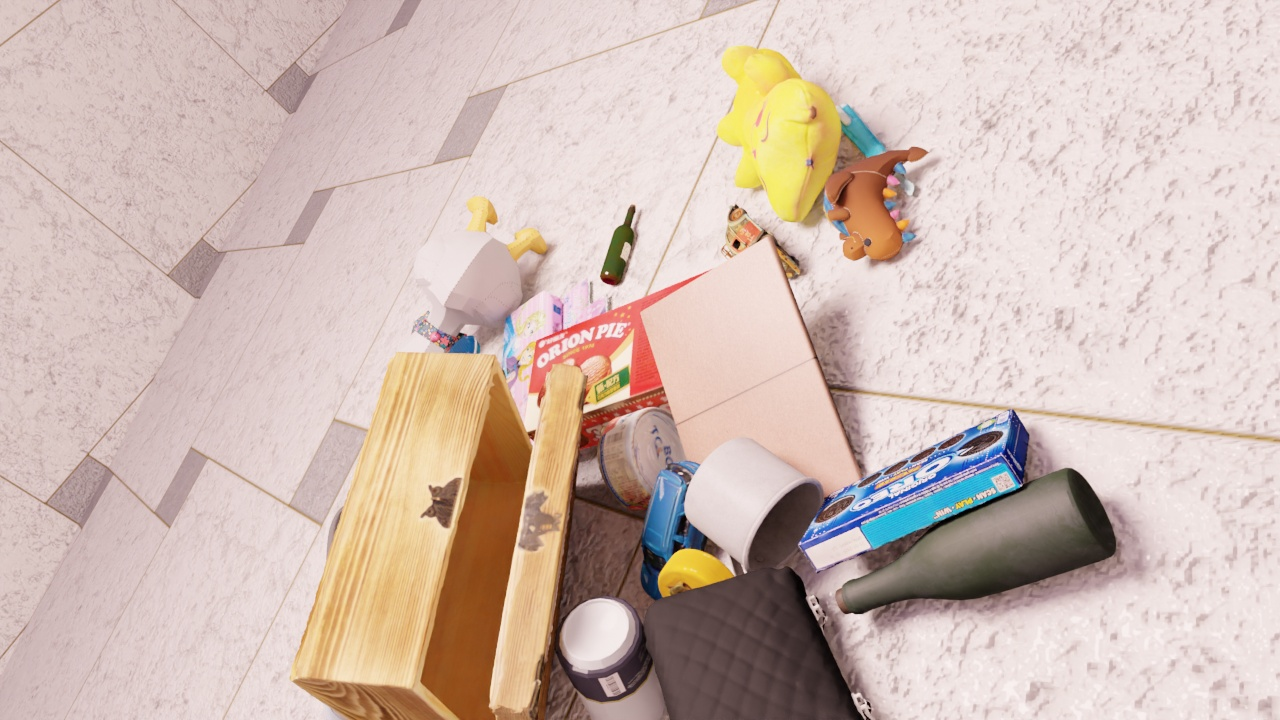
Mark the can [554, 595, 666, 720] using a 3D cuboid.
[{"bbox_3d":[-0.018,0.234,0.686,0.064,0.127,0.064,-10,42,9],"label":"can"}]

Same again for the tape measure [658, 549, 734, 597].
[{"bbox_3d":[0.043,0.172,0.695,0.030,0.059,0.068,-50,-2,-42],"label":"tape measure"}]

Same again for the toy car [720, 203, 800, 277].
[{"bbox_3d":[0.106,-0.105,0.866,0.047,0.047,0.112,-48,35,11],"label":"toy car"}]

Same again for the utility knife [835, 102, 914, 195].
[{"bbox_3d":[0.210,-0.193,0.840,0.022,0.015,0.168,-50,34,27],"label":"utility knife"}]

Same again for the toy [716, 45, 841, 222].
[{"bbox_3d":[0.137,-0.223,0.890,0.193,0.087,0.135,-110,19,-53],"label":"toy"}]

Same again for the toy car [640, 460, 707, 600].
[{"bbox_3d":[0.027,0.141,0.749,0.056,0.043,0.120,21,103,51],"label":"toy car"}]

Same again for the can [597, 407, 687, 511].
[{"bbox_3d":[0.005,0.086,0.803,0.043,0.086,0.086,-21,48,37],"label":"can"}]

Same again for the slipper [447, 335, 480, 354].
[{"bbox_3d":[-0.241,0.109,1.106,0.118,0.060,0.295,32,102,60],"label":"slipper"}]

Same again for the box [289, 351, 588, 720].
[{"bbox_3d":[-0.131,0.176,0.774,0.176,0.248,0.278,1,56,6],"label":"box"}]

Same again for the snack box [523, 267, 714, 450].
[{"bbox_3d":[-0.005,0.005,0.883,0.237,0.060,0.113,-20,50,32],"label":"snack box"}]

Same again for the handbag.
[{"bbox_3d":[0.085,0.231,0.618,0.125,0.115,0.153,-25,37,3],"label":"handbag"}]

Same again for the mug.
[{"bbox_3d":[0.081,0.120,0.687,0.070,0.084,0.113,35,126,37],"label":"mug"}]

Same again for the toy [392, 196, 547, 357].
[{"bbox_3d":[-0.232,-0.074,1.160,0.267,0.141,0.247,-59,7,-10],"label":"toy"}]

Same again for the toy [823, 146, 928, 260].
[{"bbox_3d":[0.207,-0.132,0.773,0.103,0.070,0.090,-31,58,12],"label":"toy"}]

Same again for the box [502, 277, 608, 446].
[{"bbox_3d":[-0.097,0.005,1.036,0.160,0.035,0.230,-32,43,30],"label":"box"}]

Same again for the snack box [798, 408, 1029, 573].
[{"bbox_3d":[0.180,0.087,0.607,0.151,0.027,0.082,-34,-1,30],"label":"snack box"}]

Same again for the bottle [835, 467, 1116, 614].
[{"bbox_3d":[0.198,0.124,0.573,0.175,0.055,0.055,-32,42,32],"label":"bottle"}]

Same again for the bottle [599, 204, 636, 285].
[{"bbox_3d":[-0.022,-0.136,1.062,0.025,0.025,0.105,-9,56,46],"label":"bottle"}]

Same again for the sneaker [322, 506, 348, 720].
[{"bbox_3d":[-0.307,0.288,1.005,0.256,0.093,0.161,-108,31,-50],"label":"sneaker"}]

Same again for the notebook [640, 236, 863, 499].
[{"bbox_3d":[0.084,0.024,0.747,0.142,0.008,0.209,-29,69,33],"label":"notebook"}]
